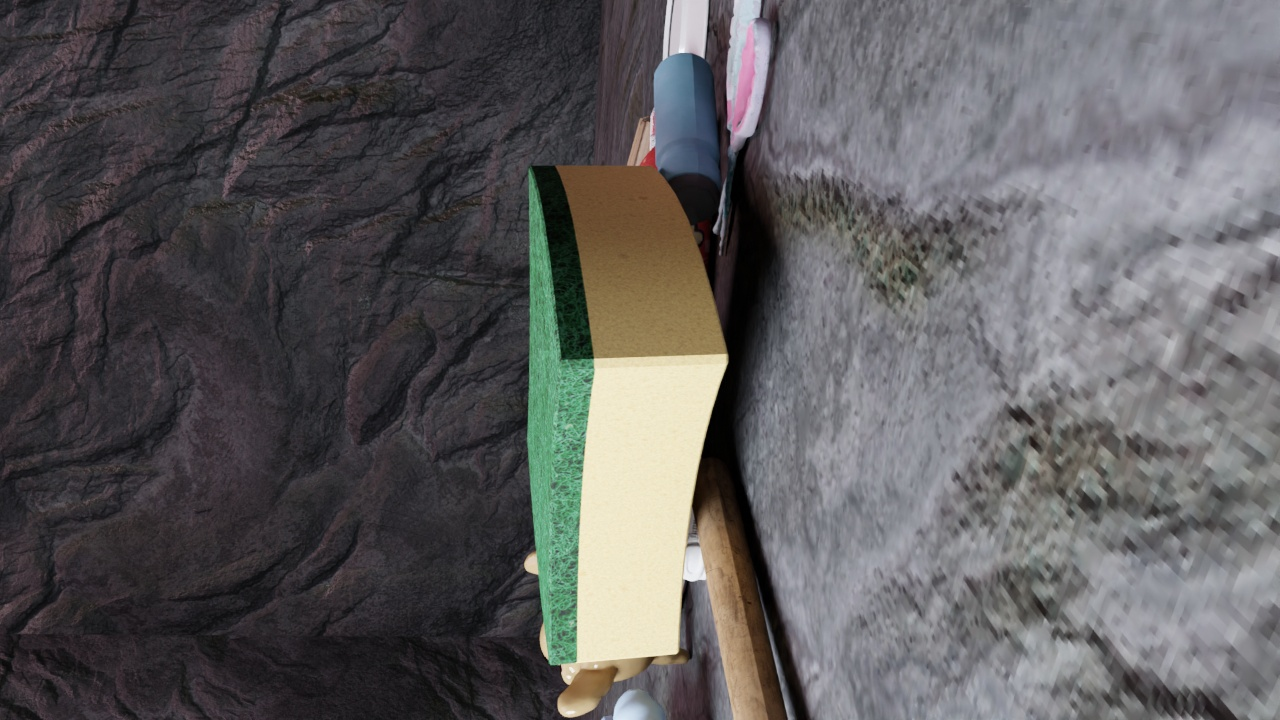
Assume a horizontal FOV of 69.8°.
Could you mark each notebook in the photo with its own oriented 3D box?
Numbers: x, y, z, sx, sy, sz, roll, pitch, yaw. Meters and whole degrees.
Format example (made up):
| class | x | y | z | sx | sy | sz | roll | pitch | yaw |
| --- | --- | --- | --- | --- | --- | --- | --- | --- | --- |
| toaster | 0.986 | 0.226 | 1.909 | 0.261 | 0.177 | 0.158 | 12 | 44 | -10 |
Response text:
| class | x | y | z | sx | sy | sz | roll | pitch | yaw |
| --- | --- | --- | --- | --- | --- | --- | --- | --- | --- |
| notebook | -0.018 | -0.179 | 1.089 | 0.210 | 0.022 | 0.169 | 135 | 149 | -82 |

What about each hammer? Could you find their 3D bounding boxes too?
| class | x | y | z | sx | sy | sz | roll | pitch | yaw |
| --- | --- | --- | --- | --- | --- | --- | --- | --- | --- |
| hammer | 0.051 | 0.144 | 0.419 | 0.321 | 0.040 | 0.129 | -97 | 7 | -62 |

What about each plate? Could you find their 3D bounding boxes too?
| class | x | y | z | sx | sy | sz | roll | pitch | yaw |
| --- | --- | --- | --- | --- | --- | --- | --- | --- | --- |
| plate | 0.035 | -0.281 | 0.800 | 0.208 | 0.015 | 0.208 | 180 | 92 | -84 |

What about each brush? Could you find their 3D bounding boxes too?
| class | x | y | z | sx | sy | sz | roll | pitch | yaw |
| --- | --- | --- | --- | --- | --- | --- | --- | --- | --- |
| brush | -0.022 | 0.028 | 0.537 | 0.194 | 0.075 | 0.251 | -105 | 16 | -51 |

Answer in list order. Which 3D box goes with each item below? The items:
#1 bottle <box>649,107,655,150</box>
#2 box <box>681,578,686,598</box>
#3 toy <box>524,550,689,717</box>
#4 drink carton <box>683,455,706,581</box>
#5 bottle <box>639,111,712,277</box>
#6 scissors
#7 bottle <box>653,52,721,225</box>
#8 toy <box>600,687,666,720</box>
| class | x | y | z | sx | sy | sz | roll | pitch | yaw |
| --- | --- | --- | --- | --- | --- | --- | --- | --- | --- |
| bottle | 0.028 | -0.168 | 0.707 | 0.041 | 0.041 | 0.116 | 144 | 127 | -83 |
| box | -0.021 | 0.126 | 0.800 | 0.230 | 0.086 | 0.106 | -106 | 26 | -59 |
| toy | -0.032 | 0.181 | 0.658 | 0.134 | 0.106 | 0.108 | -2 | -106 | -53 |
| drink carton | 0.023 | 0.095 | 0.665 | 0.130 | 0.040 | 0.064 | -101 | 13 | -65 |
| bottle | 0.021 | -0.107 | 0.652 | 0.062 | 0.062 | 0.137 | -113 | 25 | -77 |
| scissors | 0.058 | -0.146 | 0.562 | 0.179 | 0.016 | 0.105 | 94 | 175 | -55 |
| bottle | 0.029 | -0.137 | 0.579 | 0.040 | 0.040 | 0.129 | 101 | 170 | -57 |
| toy | -0.007 | 0.292 | 0.612 | 0.171 | 0.120 | 0.222 | -120 | 30 | -61 |
